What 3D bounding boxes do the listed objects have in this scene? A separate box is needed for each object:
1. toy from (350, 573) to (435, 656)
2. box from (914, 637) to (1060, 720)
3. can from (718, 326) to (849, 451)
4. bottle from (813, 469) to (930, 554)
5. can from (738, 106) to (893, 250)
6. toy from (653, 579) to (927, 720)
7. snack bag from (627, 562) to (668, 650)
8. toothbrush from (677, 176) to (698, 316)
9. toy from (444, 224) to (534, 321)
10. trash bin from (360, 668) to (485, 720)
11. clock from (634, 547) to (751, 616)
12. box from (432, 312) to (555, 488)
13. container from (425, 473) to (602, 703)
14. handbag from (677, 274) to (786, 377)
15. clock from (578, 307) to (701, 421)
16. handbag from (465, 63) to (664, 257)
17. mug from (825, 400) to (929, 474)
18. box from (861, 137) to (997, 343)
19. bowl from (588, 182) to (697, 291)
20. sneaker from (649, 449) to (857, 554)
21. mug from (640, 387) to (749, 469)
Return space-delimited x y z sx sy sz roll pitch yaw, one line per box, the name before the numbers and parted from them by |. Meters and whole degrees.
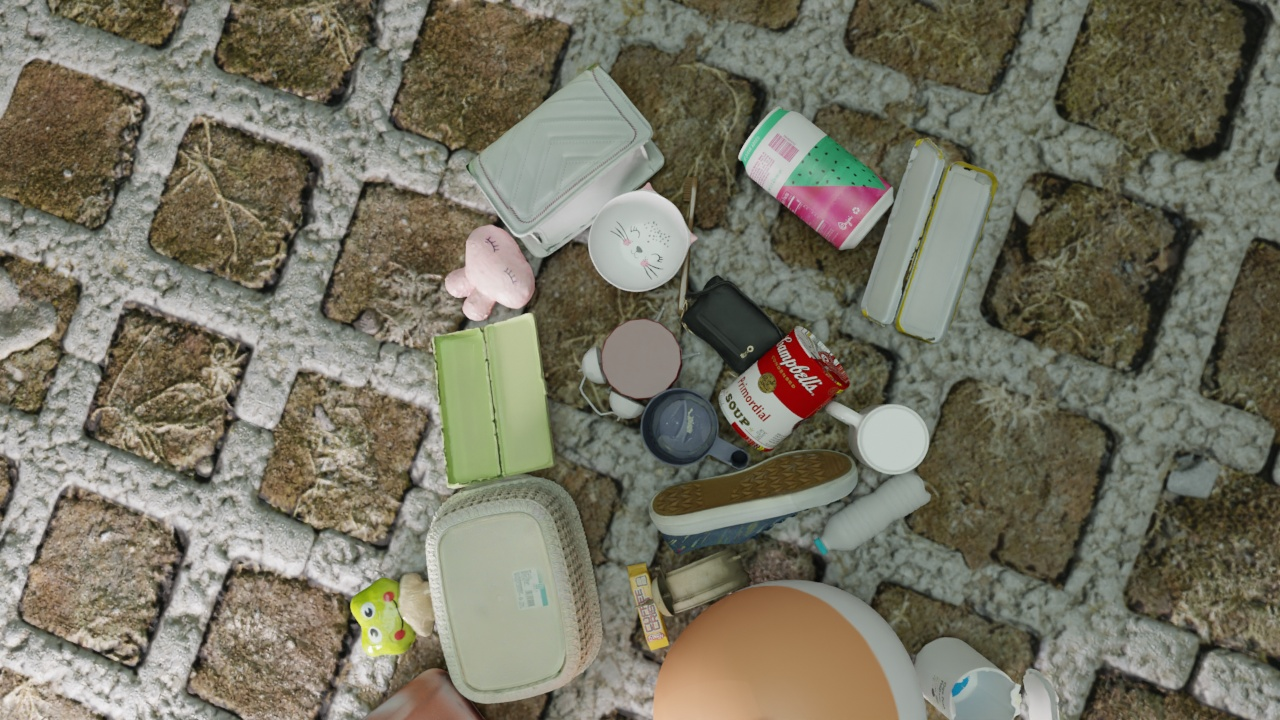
toy | -0.280 0.296 1.082 0.118 0.043 0.092 -19 84 4
box | 0.354 0.343 0.948 0.094 0.165 0.084 1 92 -5
can | 0.156 0.032 1.006 0.117 0.086 0.086 -43 83 21
bottle | 0.256 0.173 1.025 0.136 0.044 0.044 -34 84 4
can | 0.196 -0.203 1.027 0.166 0.088 0.088 41 92 7
toy | 0.139 0.358 0.909 0.264 0.280 0.265 -27 71 35
snack bag | 0.009 0.284 1.061 0.026 0.020 0.099 -16 85 7
toothbrush | 0.054 -0.134 1.077 0.016 0.016 0.167 5 87 6
toy | -0.180 -0.099 1.088 0.105 0.053 0.108 -40 85 18
trash bin | -0.250 0.455 0.963 0.157 0.259 0.181 -39 83 1
clock | 0.055 0.248 1.024 0.141 0.093 0.054 -24 78 11
box | -0.171 0.047 1.069 0.138 0.030 0.187 -14 73 11
container | -0.143 0.256 1.018 0.184 0.143 0.251 -12 86 -3
handbag | 0.103 -0.038 1.049 0.128 0.054 0.079 42 96 4
clock | -0.006 0.006 1.061 0.137 0.048 0.096 -39 84 3
handbag | -0.088 -0.230 1.062 0.198 0.096 0.142 -37 70 4
mug | 0.253 0.076 1.006 0.110 0.090 0.074 30 91 7
box | 0.318 -0.131 1.023 0.128 0.045 0.209 19 90 -24
bowl | 0.001 -0.135 1.065 0.115 0.050 0.114 0 90 8
sneaker | 0.131 0.167 1.027 0.235 0.087 0.079 -14 117 2
mug | 0.065 0.083 1.021 0.124 0.104 0.084 27 90 7
